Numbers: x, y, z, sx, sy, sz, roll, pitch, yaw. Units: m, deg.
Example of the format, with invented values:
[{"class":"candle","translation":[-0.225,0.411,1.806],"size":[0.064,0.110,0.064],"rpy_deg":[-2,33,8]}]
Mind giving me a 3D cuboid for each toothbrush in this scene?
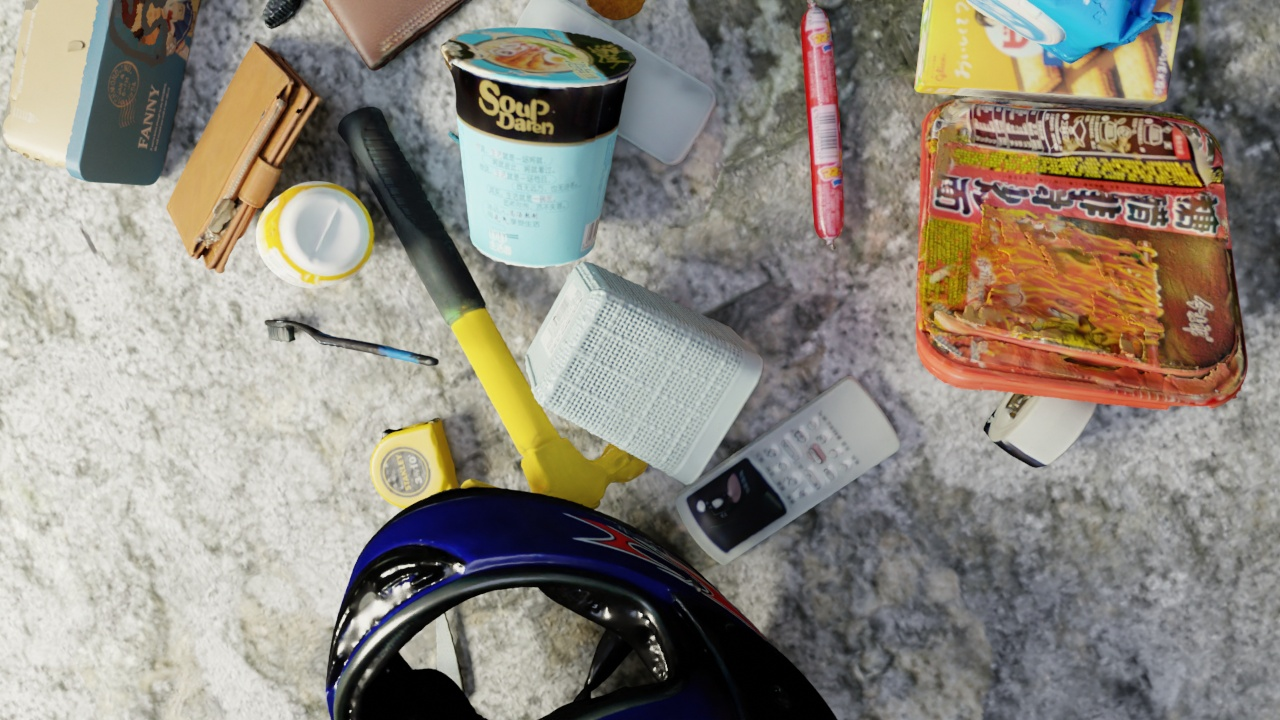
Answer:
[{"class":"toothbrush","translation":[-0.186,-0.290,0.594],"size":[0.014,0.017,0.189],"rpy_deg":[42,100,-8]},{"class":"toothbrush","translation":[-0.191,-0.010,0.590],"size":[0.190,0.014,0.016],"rpy_deg":[11,102,38]}]

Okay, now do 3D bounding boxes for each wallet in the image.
[{"class":"wallet","translation":[-0.152,-0.261,0.579],"size":[0.124,0.032,0.101],"rpy_deg":[-35,102,8]},{"class":"wallet","translation":[-0.260,-0.133,0.594],"size":[0.108,0.031,0.132],"rpy_deg":[42,104,44]}]

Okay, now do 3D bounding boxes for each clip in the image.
[{"class":"clip","translation":[-0.100,-0.138,0.605],"size":[0.034,0.013,0.054],"rpy_deg":[-40,92,12]}]

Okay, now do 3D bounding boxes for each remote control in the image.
[{"class":"remote control","translation":[-0.020,-0.179,0.584],"size":[0.136,0.020,0.056],"rpy_deg":[31,102,2]},{"class":"remote control","translation":[0.095,0.074,0.605],"size":[0.150,0.021,0.058],"rpy_deg":[-37,92,10]}]

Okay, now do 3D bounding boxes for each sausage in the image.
[{"class":"sausage","translation":[0.114,-0.147,0.571],"size":[0.020,0.020,0.156],"rpy_deg":[-4,98,8]}]

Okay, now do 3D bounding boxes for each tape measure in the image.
[{"class":"tape measure","translation":[-0.156,0.073,0.635],"size":[0.057,0.029,0.060],"rpy_deg":[-14,96,9]},{"class":"tape measure","translation":[0.243,0.030,0.555],"size":[0.033,0.066,0.066],"rpy_deg":[32,101,4]}]

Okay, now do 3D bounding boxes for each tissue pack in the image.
[{"class":"tissue pack","translation":[0.195,-0.212,0.481],"size":[0.157,0.094,0.052],"rpy_deg":[36,106,3]}]

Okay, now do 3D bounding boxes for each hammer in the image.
[{"class":"hammer","translation":[-0.112,-0.030,0.590],"size":[0.033,0.128,0.300],"rpy_deg":[-36,82,47]}]

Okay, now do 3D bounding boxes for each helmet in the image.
[{"class":"helmet","translation":[-0.026,0.235,0.494],"size":[0.248,0.240,0.315],"rpy_deg":[-43,116,13]}]

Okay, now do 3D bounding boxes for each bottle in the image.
[{"class":"bottle","translation":[-0.211,-0.077,0.583],"size":[0.063,0.109,0.063],"rpy_deg":[-1,91,-31]}]

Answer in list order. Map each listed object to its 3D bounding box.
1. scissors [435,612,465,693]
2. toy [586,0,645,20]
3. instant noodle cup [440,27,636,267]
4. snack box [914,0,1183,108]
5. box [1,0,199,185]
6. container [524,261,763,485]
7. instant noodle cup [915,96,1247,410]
[{"class":"scissors","translation":[-0.123,0.290,0.665],"size":[0.221,0.021,0.234],"rpy_deg":[8,100,6]},{"class":"toy","translation":[0.050,-0.312,0.522],"size":[0.247,0.090,0.227],"rpy_deg":[-25,95,7]},{"class":"instant noodle cup","translation":[-0.063,-0.125,0.549],"size":[0.111,0.111,0.121],"rpy_deg":[12,123,6]},{"class":"snack box","translation":[0.239,-0.199,0.540],"size":[0.140,0.033,0.087],"rpy_deg":[7,98,9]},{"class":"box","translation":[-0.346,-0.198,0.594],"size":[0.061,0.089,0.184],"rpy_deg":[17,102,4]},{"class":"container","translation":[-0.003,0.003,0.555],"size":[0.111,0.090,0.090],"rpy_deg":[27,101,-20]},{"class":"instant noodle cup","translation":[0.234,-0.053,0.514],"size":[0.164,0.079,0.188],"rpy_deg":[7,64,7]}]
